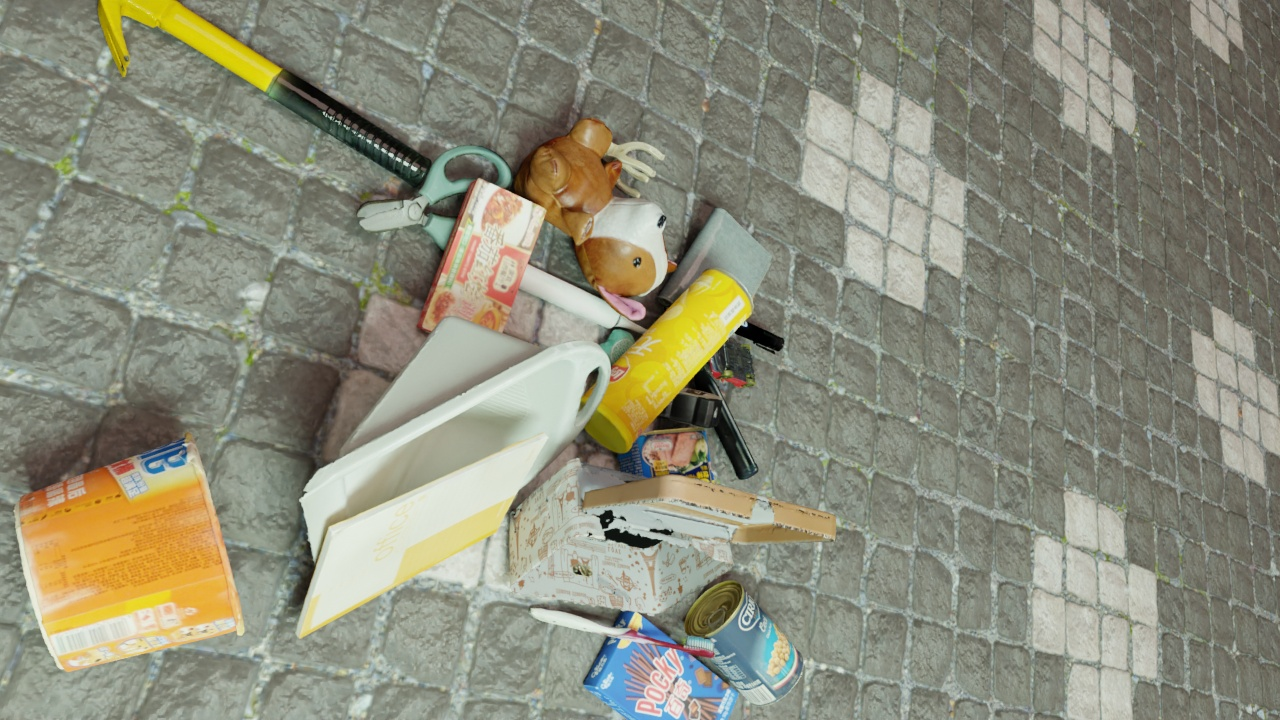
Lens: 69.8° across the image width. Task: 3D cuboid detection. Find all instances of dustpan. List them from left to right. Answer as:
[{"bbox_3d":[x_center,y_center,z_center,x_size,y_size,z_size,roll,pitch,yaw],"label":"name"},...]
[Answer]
[{"bbox_3d":[-0.133,0.082,0.743,0.142,0.223,0.257,21,52,2],"label":"dustpan"}]

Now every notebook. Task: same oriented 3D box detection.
[{"bbox_3d":[-0.174,0.137,0.741,0.010,0.146,0.205,46,40,19],"label":"notebook"}]

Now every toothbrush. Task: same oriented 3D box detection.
[{"bbox_3d":[-0.052,-0.056,0.957,0.221,0.026,0.027,23,108,-28],"label":"toothbrush"},{"bbox_3d":[-0.015,0.258,0.879,0.187,0.016,0.017,16,54,-11],"label":"toothbrush"},{"bbox_3d":[0.076,0.034,1.017,0.027,0.026,0.212,-29,98,-24],"label":"toothbrush"}]

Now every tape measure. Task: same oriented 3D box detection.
[{"bbox_3d":[0.053,0.048,0.976,0.066,0.066,0.033,-3,106,-72],"label":"tape measure"}]

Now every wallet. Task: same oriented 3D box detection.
[{"bbox_3d":[0.089,-0.092,1.055,0.106,0.037,0.129,39,73,-25],"label":"wallet"}]

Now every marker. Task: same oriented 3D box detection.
[{"bbox_3d":[0.106,-0.039,1.034,0.132,0.020,0.022,22,111,-27],"label":"marker"}]

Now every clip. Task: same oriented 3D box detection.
[{"bbox_3d":[-0.024,-0.218,1.020,0.101,0.096,0.035,16,63,15],"label":"clip"}]

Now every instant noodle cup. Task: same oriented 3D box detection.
[{"bbox_3d":[-0.351,0.135,0.633,0.111,0.152,0.151,-15,87,-28],"label":"instant noodle cup"}]

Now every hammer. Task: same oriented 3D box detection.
[{"bbox_3d":[-0.324,-0.246,0.813,0.300,0.033,0.128,30,63,-25],"label":"hammer"}]

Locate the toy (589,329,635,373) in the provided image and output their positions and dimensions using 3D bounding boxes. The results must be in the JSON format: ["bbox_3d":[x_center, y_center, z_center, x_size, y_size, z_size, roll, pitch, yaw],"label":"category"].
[{"bbox_3d":[-0.006,0.006,0.971,0.092,0.030,0.096,50,63,-19],"label":"toy"}]

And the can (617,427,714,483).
[{"bbox_3d":[0.027,0.116,0.951,0.102,0.057,0.083,-2,77,-36],"label":"can"}]

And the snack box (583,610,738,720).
[{"bbox_3d":[0.023,0.328,0.911,0.157,0.026,0.084,43,58,-19],"label":"snack box"}]

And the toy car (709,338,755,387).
[{"bbox_3d":[0.099,0.001,1.026,0.106,0.031,0.049,19,61,-60],"label":"toy car"}]

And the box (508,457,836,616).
[{"bbox_3d":[0.019,0.144,0.799,0.178,0.262,0.102,17,49,-30],"label":"box"}]

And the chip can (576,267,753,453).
[{"bbox_3d":[0.026,-0.004,0.930,0.212,0.072,0.072,-46,105,-24],"label":"chip can"}]

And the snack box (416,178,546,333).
[{"bbox_3d":[-0.150,-0.088,0.871,0.075,0.025,0.152,23,82,-25],"label":"snack box"}]

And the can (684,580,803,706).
[{"bbox_3d":[0.108,0.293,0.949,0.111,0.075,0.075,50,56,-15],"label":"can"}]

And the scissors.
[{"bbox_3d":[-0.189,-0.164,0.864,0.185,0.019,0.129,7,93,-45],"label":"scissors"}]

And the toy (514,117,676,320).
[{"bbox_3d":[-0.033,-0.145,0.943,0.139,0.131,0.199,-49,116,-42],"label":"toy"}]
